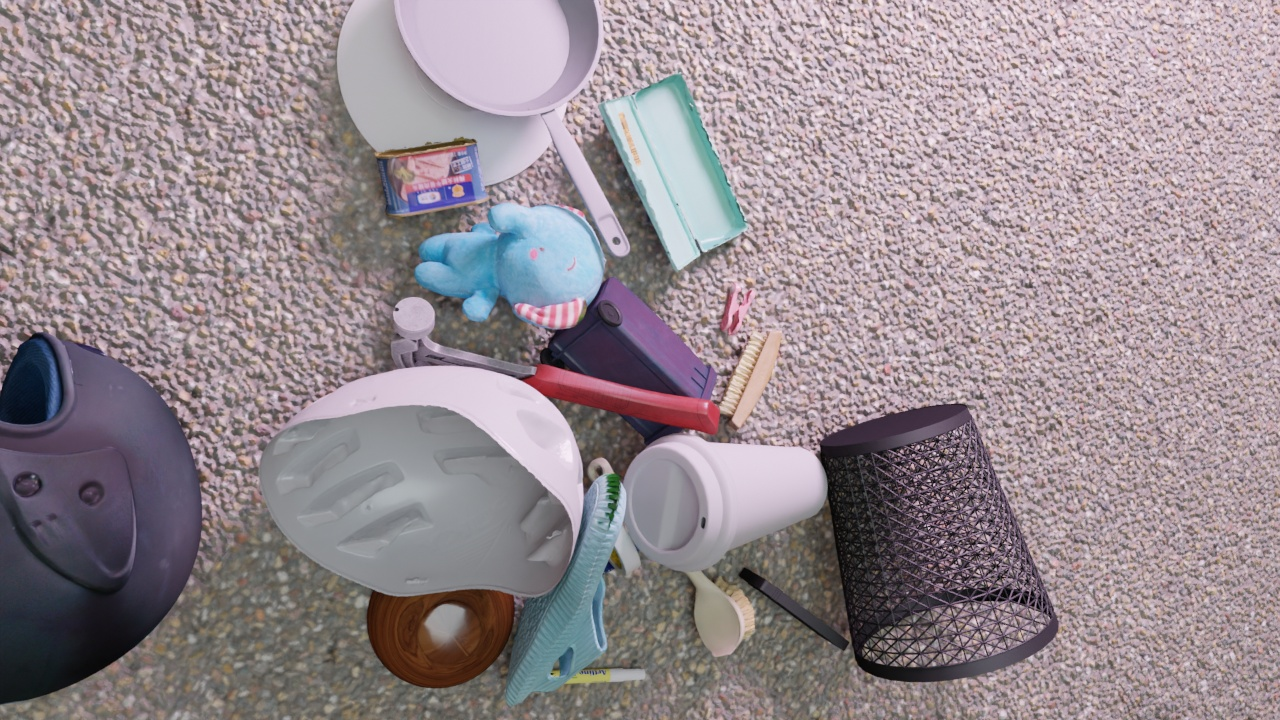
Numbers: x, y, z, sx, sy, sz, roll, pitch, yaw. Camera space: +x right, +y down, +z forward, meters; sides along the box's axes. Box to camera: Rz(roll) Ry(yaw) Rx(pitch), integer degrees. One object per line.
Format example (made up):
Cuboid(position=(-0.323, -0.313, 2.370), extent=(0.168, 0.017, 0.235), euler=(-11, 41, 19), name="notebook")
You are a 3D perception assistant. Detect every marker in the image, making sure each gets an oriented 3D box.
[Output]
Cuboid(position=(-0.059, 0.337, 0.978), extent=(0.132, 0.014, 0.014), euler=(5, 91, -19), name="marker")

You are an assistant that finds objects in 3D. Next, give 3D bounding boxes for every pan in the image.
Cuboid(position=(-0.100, -0.256, 0.879), extent=(0.200, 0.051, 0.356), euler=(-27, 94, -23), name="pan")

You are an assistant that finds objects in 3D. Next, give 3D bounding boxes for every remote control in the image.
Cuboid(position=(0.173, 0.279, 1.031), extent=(0.133, 0.058, 0.013), euler=(38, 80, -17), name="remote control")

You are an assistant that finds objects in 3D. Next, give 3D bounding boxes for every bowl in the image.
Cuboid(position=(-0.191, 0.258, 0.902), extent=(0.147, 0.069, 0.147), euler=(-1, 92, -19), name="bowl")

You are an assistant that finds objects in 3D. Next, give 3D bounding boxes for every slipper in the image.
Cuboid(position=(-0.061, 0.225, 0.879), extent=(0.069, 0.115, 0.277), euler=(19, 119, -15), name="slipper")

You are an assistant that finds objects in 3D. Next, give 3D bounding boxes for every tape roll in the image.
Cuboid(position=(-0.034, 0.176, 0.938), extent=(0.019, 0.094, 0.094), euler=(-31, 101, -17), name="tape roll")

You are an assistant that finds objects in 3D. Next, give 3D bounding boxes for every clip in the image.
Cuboid(position=(0.103, -0.060, 1.014), extent=(0.044, 0.023, 0.060), euler=(45, 77, -10), name="clip")

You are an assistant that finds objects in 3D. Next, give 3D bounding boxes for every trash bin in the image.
Cuboid(position=(0.308, 0.187, 1.003), extent=(0.216, 0.217, 0.243), euler=(-16, 91, -17), name="trash bin")
Cuboid(position=(-0.006, 0.005, 0.932), extent=(0.161, 0.092, 0.094), euler=(44, 123, -14), name="trash bin")

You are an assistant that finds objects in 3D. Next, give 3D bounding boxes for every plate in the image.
Cuboid(position=(-0.178, -0.288, 0.904), extent=(0.229, 0.030, 0.229), euler=(-1, 92, -19), name="plate")

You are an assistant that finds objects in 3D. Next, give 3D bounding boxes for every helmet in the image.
Cuboid(position=(-0.193, 0.112, 0.825), extent=(0.282, 0.183, 0.224), euler=(-12, 120, -2), name="helmet")
Cuboid(position=(-0.481, 0.095, 0.712), extent=(0.235, 0.250, 0.316), euler=(-23, 98, -45), name="helmet")

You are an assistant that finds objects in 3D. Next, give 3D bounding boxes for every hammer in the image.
Cuboid(position=(-0.078, 0.023, 0.875), extent=(0.315, 0.126, 0.036), euler=(14, 59, -4), name="hammer")

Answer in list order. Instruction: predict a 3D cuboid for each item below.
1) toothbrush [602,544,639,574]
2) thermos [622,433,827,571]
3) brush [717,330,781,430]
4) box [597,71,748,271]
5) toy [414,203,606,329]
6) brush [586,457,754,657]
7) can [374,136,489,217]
Cuboid(position=(0.034, 0.189, 1.002), extent=(0.189, 0.017, 0.016), euler=(-22, 103, -17), name="toothbrush")
Cuboid(position=(0.096, 0.136, 0.937), extent=(0.221, 0.132, 0.131), euler=(0, 92, -47), name="thermos")
Cuboid(position=(0.120, 0.019, 1.009), extent=(0.039, 0.049, 0.117), euler=(26, 85, 5), name="brush")
Cuboid(position=(0.032, -0.197, 0.968), extent=(0.137, 0.057, 0.187), euler=(-31, 101, -33), name="box")
Cuboid(position=(-0.122, -0.103, 0.876), extent=(0.180, 0.115, 0.183), euler=(4, 48, -7), name="toy")
Cuboid(position=(0.032, 0.204, 0.968), extent=(0.062, 0.077, 0.272), euler=(-30, 108, 24), name="brush")
Cuboid(position=(-0.200, -0.177, 0.880), extent=(0.099, 0.054, 0.059), euler=(-13, 114, -16), name="can")
